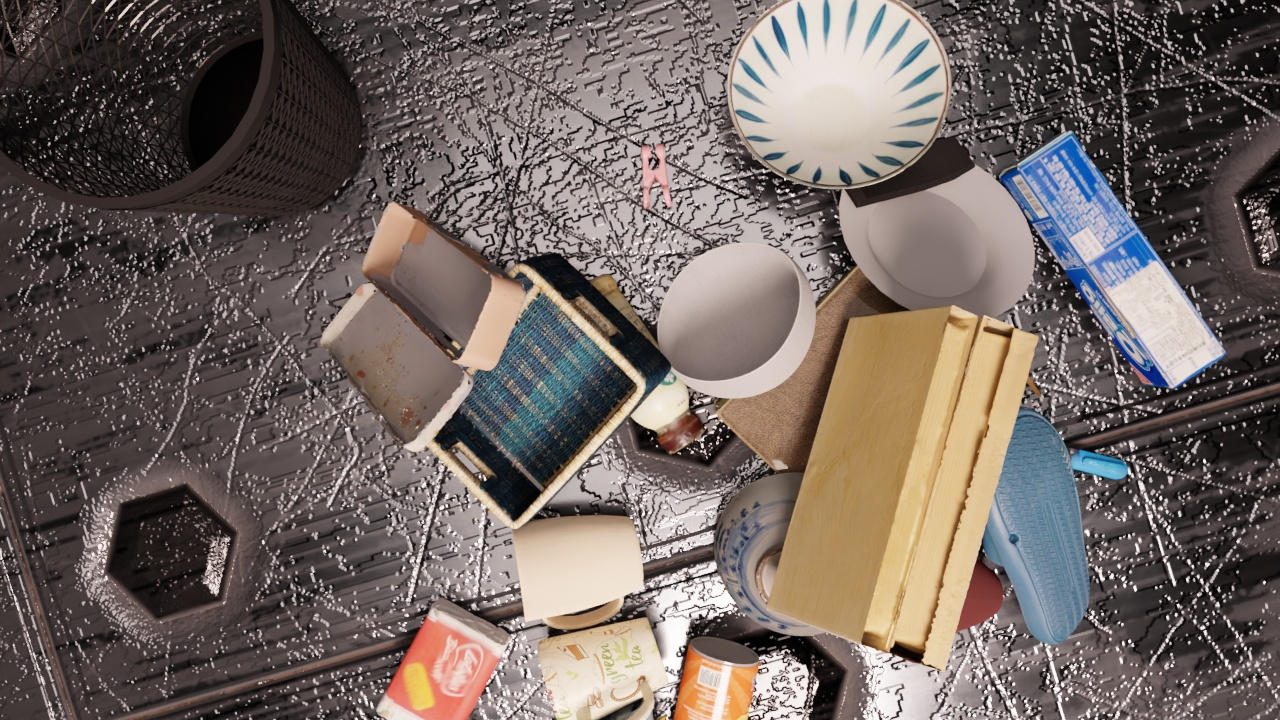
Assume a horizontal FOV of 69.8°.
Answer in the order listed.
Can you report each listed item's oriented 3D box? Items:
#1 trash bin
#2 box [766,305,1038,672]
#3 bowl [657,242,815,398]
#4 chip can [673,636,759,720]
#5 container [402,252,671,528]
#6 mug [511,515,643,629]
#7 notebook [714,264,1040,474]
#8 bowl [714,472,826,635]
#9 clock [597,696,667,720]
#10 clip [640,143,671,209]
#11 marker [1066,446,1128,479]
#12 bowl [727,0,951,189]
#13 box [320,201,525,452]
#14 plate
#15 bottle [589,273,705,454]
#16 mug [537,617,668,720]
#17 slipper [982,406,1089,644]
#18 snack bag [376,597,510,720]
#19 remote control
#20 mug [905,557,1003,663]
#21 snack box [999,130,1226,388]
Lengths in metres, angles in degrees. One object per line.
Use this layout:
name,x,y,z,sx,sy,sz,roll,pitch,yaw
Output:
trash bin,-0.337,-0.209,0.711,0.217,0.243,0.217,0,91,3
box,0.189,0.088,0.689,0.123,0.140,0.248,18,81,4
bowl,0.085,-0.028,0.769,0.132,0.064,0.131,-15,58,26
chip can,0.052,0.353,0.798,0.062,0.062,0.210,12,92,2
container,-0.087,0.025,0.760,0.145,0.071,0.188,44,115,5
mug,-0.053,0.186,0.796,0.104,0.085,0.112,-9,119,-8
notebook,0.203,0.030,0.796,0.190,0.034,0.215,44,93,1
bowl,0.132,0.175,0.775,0.151,0.056,0.151,3,105,11
clock,-0.035,0.339,0.788,0.124,0.088,0.051,-29,89,4
clip,0.018,-0.162,0.807,0.038,0.022,0.059,-7,89,6
marker,0.362,0.081,0.800,0.123,0.015,0.018,14,93,4
bowl,0.162,-0.214,0.767,0.177,0.071,0.177,-1,78,7
box,-0.188,-0.033,0.741,0.058,0.216,0.154,23,98,-43
plate,0.246,-0.105,0.773,0.172,0.019,0.172,4,65,-9
bottle,-0.005,0.005,0.795,0.056,0.056,0.162,-35,90,3
mug,-0.027,0.273,0.776,0.097,0.122,0.081,-19,109,-4
slipper,0.322,0.142,0.769,0.103,0.059,0.214,-30,107,-30
snack bag,-0.176,0.280,0.820,0.077,0.036,0.116,29,93,2
remote control,0.228,-0.159,0.776,0.124,0.010,0.039,-22,72,-19
mug,0.255,0.206,0.780,0.088,0.087,0.114,12,98,-15
snack box,0.394,-0.084,0.773,0.059,0.059,0.226,-35,89,6
